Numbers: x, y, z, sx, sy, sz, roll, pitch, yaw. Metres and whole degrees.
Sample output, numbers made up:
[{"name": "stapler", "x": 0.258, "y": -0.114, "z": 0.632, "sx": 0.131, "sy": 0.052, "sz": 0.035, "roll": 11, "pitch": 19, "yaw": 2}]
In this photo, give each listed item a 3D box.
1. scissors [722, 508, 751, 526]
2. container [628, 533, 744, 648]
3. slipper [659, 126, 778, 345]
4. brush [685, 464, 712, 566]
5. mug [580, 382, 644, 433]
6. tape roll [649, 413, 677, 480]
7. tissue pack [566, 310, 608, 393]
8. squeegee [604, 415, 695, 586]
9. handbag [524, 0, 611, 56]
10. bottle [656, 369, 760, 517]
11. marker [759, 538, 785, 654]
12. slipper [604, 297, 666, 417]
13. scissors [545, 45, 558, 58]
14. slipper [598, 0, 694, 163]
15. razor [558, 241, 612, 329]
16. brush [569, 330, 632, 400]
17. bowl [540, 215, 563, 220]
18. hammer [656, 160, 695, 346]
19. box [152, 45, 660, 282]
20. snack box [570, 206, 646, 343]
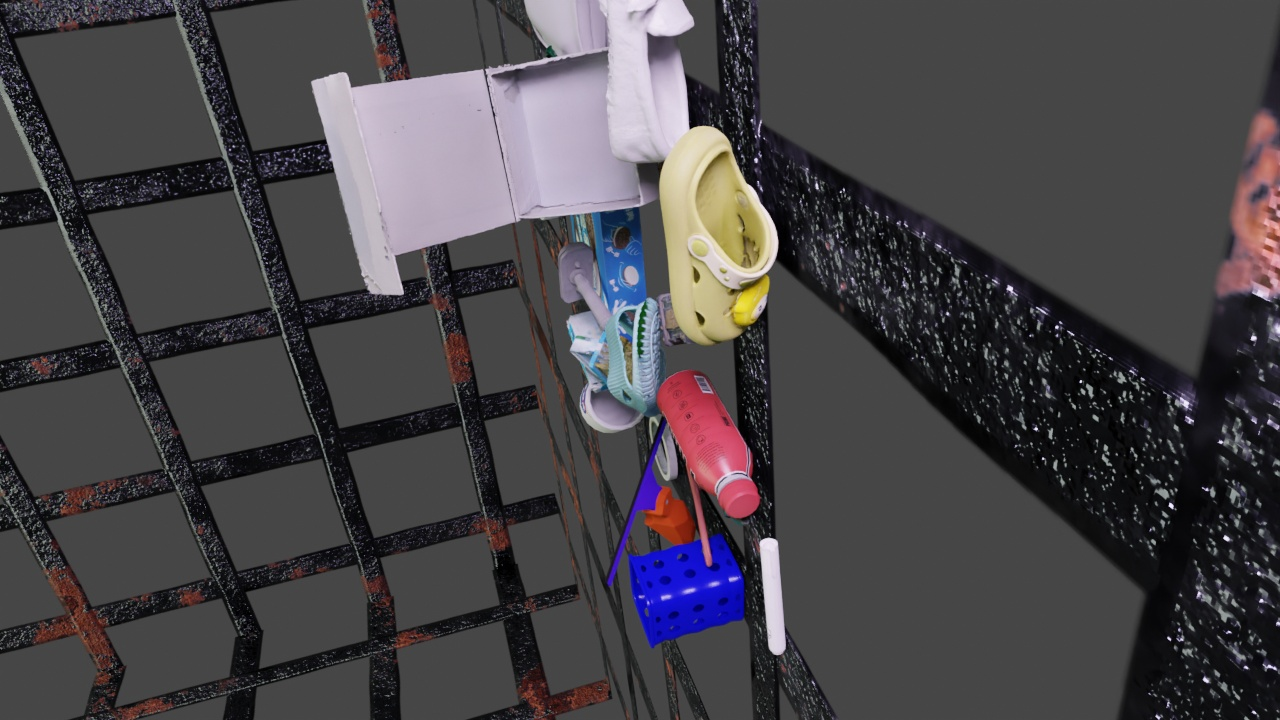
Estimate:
[{"name": "scissors", "x": 0.095, "y": 0.139, "z": 0.963, "sx": 0.139, "sy": 0.019, "sz": 0.128, "roll": 85, "pitch": 173, "yaw": -46}, {"name": "container", "x": 0.053, "y": 0.263, "z": 1.060, "sx": 0.085, "sy": 0.113, "sz": 0.085, "roll": -116, "pitch": 17, "yaw": -51}, {"name": "slipper", "x": 0.070, "y": -0.090, "z": 0.709, "sx": 0.082, "sy": 0.091, "sz": 0.191, "roll": 18, "pitch": 141, "yaw": 31}, {"name": "brush", "x": 0.070, "y": 0.144, "z": 1.034, "sx": 0.041, "sy": 0.030, "sz": 0.172, "roll": 73, "pitch": -174, "yaw": -82}, {"name": "mug", "x": -0.034, "y": 0.046, "z": 1.356, "sx": 0.090, "sy": 0.091, "sz": 0.121, "roll": 143, "pitch": 149, "yaw": -78}, {"name": "tape roll", "x": 0.032, "y": 0.120, "z": 1.270, "sx": 0.093, "sy": 0.013, "sz": 0.093, "roll": 167, "pitch": 91, "yaw": -79}, {"name": "tissue pack", "x": -0.046, "y": -0.017, "z": 1.297, "sx": 0.144, "sy": 0.093, "sz": 0.062, "roll": -114, "pitch": 13, "yaw": -45}, {"name": "squeegee", "x": 0.036, "y": 0.201, "z": 1.175, "sx": 0.185, "sy": 0.055, "sz": 0.249, "roll": 63, "pitch": -139, "yaw": -53}, {"name": "handbag", "x": -0.056, "y": -0.394, "z": 1.038, "sx": 0.222, "sy": 0.095, "sz": 0.216, "roll": 54, "pitch": 160, "yaw": 35}, {"name": "bottle", "x": 0.070, "y": 0.083, "z": 0.910, "sx": 0.176, "sy": 0.062, "sz": 0.062, "roll": -116, "pitch": 17, "yaw": -50}, {"name": "marker", "x": 0.130, "y": 0.233, "z": 0.894, "sx": 0.020, "sy": 0.017, "sz": 0.134, "roll": -123, "pitch": 23, "yaw": -64}, {"name": "slipper", "x": -0.006, "y": 0.006, "z": 1.057, "sx": 0.276, "sy": 0.069, "sz": 0.116, "roll": 73, "pitch": -163, "yaw": -77}, {"name": "scissors", "x": -0.052, "y": -0.298, "z": 1.123, "sx": 0.154, "sy": 0.015, "sz": 0.209, "roll": 42, "pitch": 178, "yaw": 9}, {"name": "slipper", "x": 0.009, "y": -0.283, "z": 0.780, "sx": 0.112, "sy": 0.075, "sz": 0.247, "roll": -65, "pitch": -23, "yaw": -53}, {"name": "razor", "x": -0.064, "y": -0.082, "z": 1.172, "sx": 0.088, "sy": 0.047, "sz": 0.116, "roll": 91, "pitch": 154, "yaw": -48}, {"name": "brush", "x": -0.029, "y": 0.013, "z": 1.198, "sx": 0.136, "sy": 0.075, "sz": 0.055, "roll": 47, "pitch": -119, "yaw": -52}, {"name": "bowl", "x": -0.109, "y": -0.235, "z": 1.175, "sx": 0.105, "sy": 0.054, "sz": 0.105, "roll": 169, "pitch": 90, "yaw": -75}, {"name": "hammer", "x": 0.027, "y": -0.176, "z": 0.905, "sx": 0.098, "sy": 0.044, "sz": 0.322, "roll": 178, "pitch": 81, "yaw": -79}, {"name": "box", "x": -0.232, "y": -0.204, "z": 0.951, "sx": 0.148, "sy": 0.506, "sz": 0.167, "roll": -123, "pitch": 22, "yaw": -73}, {"name": "snack box", "x": -0.047, "y": -0.165, "z": 1.228, "sx": 0.195, "sy": 0.056, "sz": 0.239, "roll": -121, "pitch": 22, "yaw": -56}]
